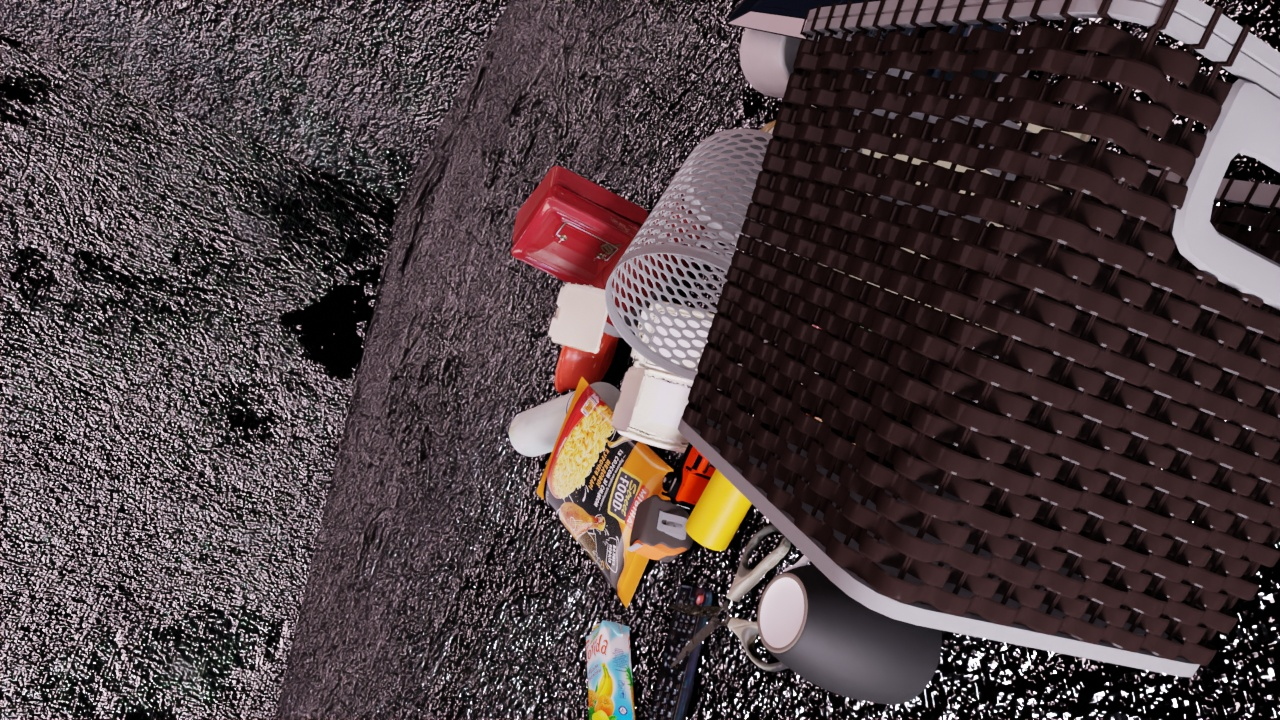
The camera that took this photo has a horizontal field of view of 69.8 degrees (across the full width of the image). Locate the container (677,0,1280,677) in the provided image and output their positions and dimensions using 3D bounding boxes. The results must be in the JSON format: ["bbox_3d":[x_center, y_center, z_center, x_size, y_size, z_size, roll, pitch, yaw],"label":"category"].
[{"bbox_3d":[0.189,-0.017,0.473,0.244,0.247,0.245,-69,24,10],"label":"container"}]

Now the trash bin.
[{"bbox_3d":[0.076,-0.098,0.822,0.157,0.156,0.182,-34,23,52],"label":"trash bin"}]

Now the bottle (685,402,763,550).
[{"bbox_3d":[0.091,0.099,0.818,0.144,0.043,0.043,-63,25,14],"label":"bottle"}]

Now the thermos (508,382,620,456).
[{"bbox_3d":[-0.099,0.080,1.194,0.231,0.068,0.067,-21,53,58],"label":"thermos"}]

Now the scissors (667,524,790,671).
[{"bbox_3d":[0.081,0.207,0.771,0.171,0.012,0.157,21,83,58],"label":"scissors"}]

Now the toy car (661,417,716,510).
[{"bbox_3d":[0.064,0.098,0.864,0.100,0.051,0.049,-64,24,10],"label":"toy car"}]

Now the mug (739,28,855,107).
[{"bbox_3d":[0.162,-0.298,0.932,0.090,0.091,0.121,-139,38,-64],"label":"mug"}]

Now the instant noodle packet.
[{"bbox_3d":[-0.042,0.139,1.017,0.221,0.032,0.160,42,116,47],"label":"instant noodle packet"}]

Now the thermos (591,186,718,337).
[{"bbox_3d":[0.016,-0.104,1.076,0.199,0.084,0.107,-45,33,39],"label":"thermos"}]

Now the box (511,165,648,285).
[{"bbox_3d":[-0.080,-0.173,1.240,0.129,0.157,0.087,-41,31,44],"label":"box"}]

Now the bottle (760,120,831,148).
[{"bbox_3d":[0.158,-0.207,0.894,0.056,0.056,0.105,-67,25,5],"label":"bottle"}]

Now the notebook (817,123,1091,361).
[{"bbox_3d":[0.225,-0.102,0.736,0.182,0.010,0.253,-68,24,3],"label":"notebook"}]

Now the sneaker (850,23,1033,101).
[{"bbox_3d":[0.221,-0.257,0.766,0.089,0.087,0.235,-65,25,9],"label":"sneaker"}]

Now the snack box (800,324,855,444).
[{"bbox_3d":[0.149,0.038,0.711,0.072,0.072,0.121,-42,37,45],"label":"snack box"}]

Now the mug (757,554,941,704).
[{"bbox_3d":[0.132,0.163,0.616,0.085,0.100,0.118,-44,35,44],"label":"mug"}]

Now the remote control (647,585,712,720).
[{"bbox_3d":[0.036,0.279,0.823,0.047,0.022,0.150,-14,57,61],"label":"remote control"}]

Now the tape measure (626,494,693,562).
[{"bbox_3d":[0.023,0.164,0.888,0.038,0.058,0.058,-38,30,47],"label":"tape measure"}]

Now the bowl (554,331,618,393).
[{"bbox_3d":[-0.061,-0.012,1.171,0.130,0.045,0.130,22,-91,-80],"label":"bowl"}]

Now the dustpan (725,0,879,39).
[{"bbox_3d":[0.219,-0.383,0.810,0.273,0.080,0.236,-24,26,-2],"label":"dustpan"}]

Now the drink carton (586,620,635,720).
[{"bbox_3d":[-0.030,0.320,0.902,0.044,0.038,0.128,-51,30,35],"label":"drink carton"}]

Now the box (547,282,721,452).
[{"bbox_3d":[-0.006,0.005,0.882,0.105,0.187,0.143,109,175,-87],"label":"box"}]
